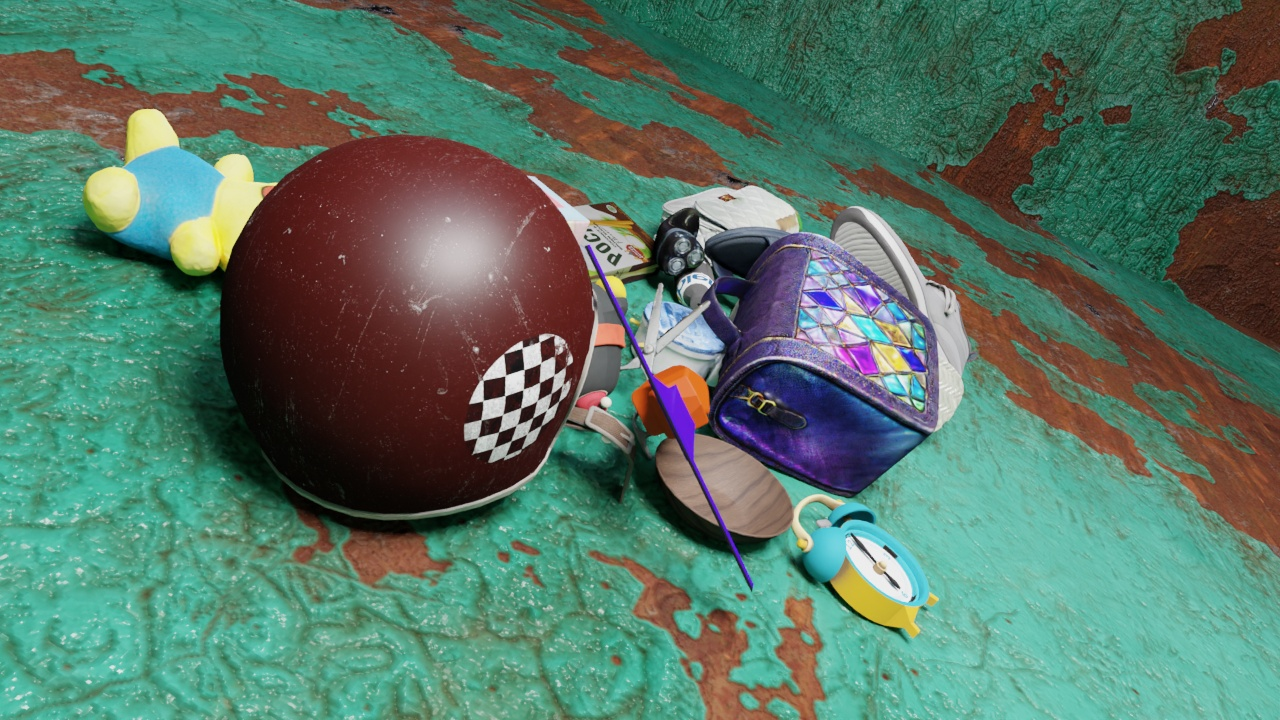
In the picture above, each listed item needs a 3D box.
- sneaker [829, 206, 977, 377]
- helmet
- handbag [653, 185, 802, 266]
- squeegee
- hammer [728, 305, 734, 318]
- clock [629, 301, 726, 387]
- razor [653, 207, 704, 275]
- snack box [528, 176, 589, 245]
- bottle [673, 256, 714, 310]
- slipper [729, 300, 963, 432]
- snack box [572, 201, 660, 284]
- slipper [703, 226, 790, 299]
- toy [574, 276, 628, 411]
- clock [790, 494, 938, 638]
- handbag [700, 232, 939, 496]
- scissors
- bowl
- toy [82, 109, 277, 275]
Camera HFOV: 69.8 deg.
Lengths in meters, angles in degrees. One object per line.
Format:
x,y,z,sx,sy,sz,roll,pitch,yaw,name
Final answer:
0.312,-0.071,1.057,0.128,0.097,0.263,-40,105,-37,sneaker
-0.136,-0.013,0.591,0.233,0.254,0.233,26,33,21,helmet
0.118,-0.183,1.219,0.139,0.073,0.194,24,29,25,handbag
0.023,0.029,0.682,0.249,0.055,0.185,64,-4,-5,squeegee
0.241,-0.042,1.095,0.332,0.118,0.025,0,28,-33,hammer
0.050,-0.013,0.914,0.125,0.052,0.088,19,26,-15,clock
0.052,-0.144,1.077,0.064,0.053,0.140,20,30,4,razor
-0.120,-0.122,0.913,0.093,0.095,0.079,41,29,29,snack box
0.063,-0.089,1.073,0.047,0.047,0.112,20,27,-11,bottle
0.219,-0.005,0.994,0.263,0.115,0.052,23,8,-2,slipper
-0.053,-0.129,1.037,0.101,0.032,0.185,45,30,13,snack box
0.185,-0.080,1.110,0.263,0.101,0.082,24,56,-37,slipper
-0.058,-0.007,0.759,0.099,0.098,0.119,1,75,-63,toy
0.175,0.157,0.726,0.129,0.044,0.098,42,30,16,clock
0.155,-0.005,0.854,0.222,0.126,0.204,31,40,-8,handbag
0.010,0.007,0.798,0.141,0.014,0.164,-22,59,1,scissors
0.060,0.108,0.723,0.119,0.032,0.119,21,27,-11,bowl
-0.314,-0.108,0.726,0.214,0.084,0.148,18,34,-18,toy
